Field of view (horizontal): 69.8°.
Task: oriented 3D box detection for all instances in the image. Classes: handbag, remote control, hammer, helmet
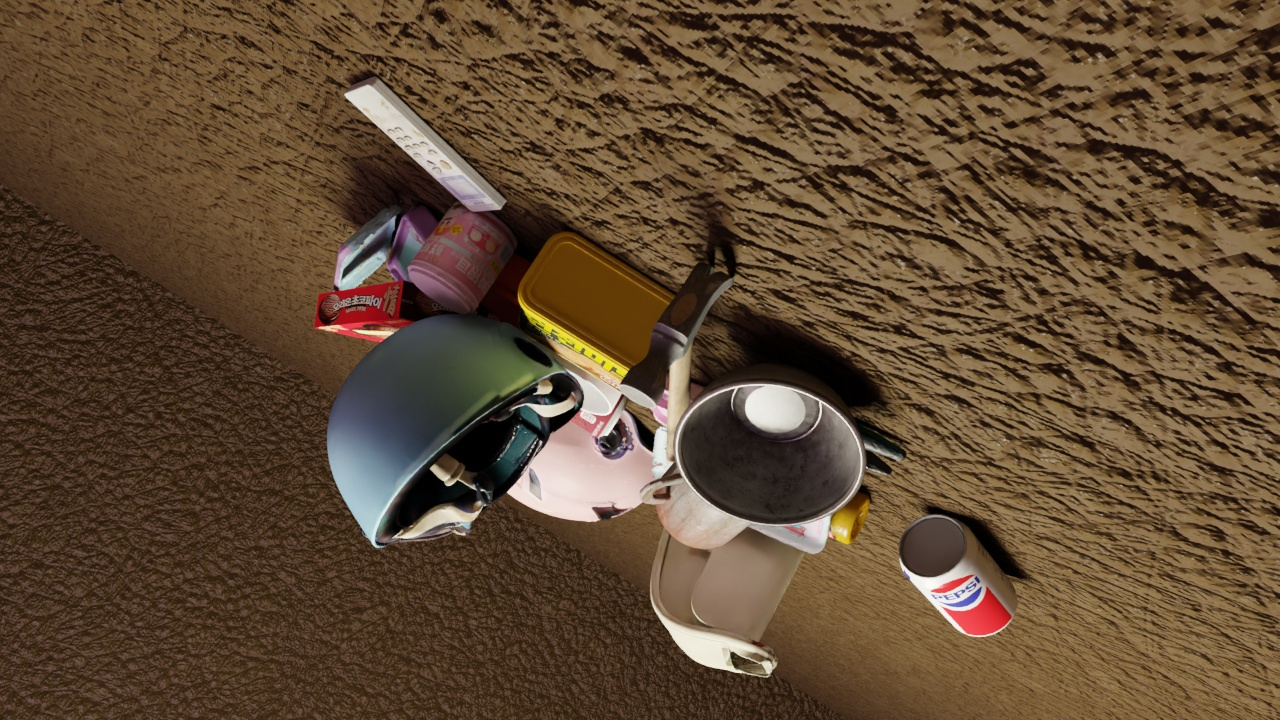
[{"bbox_3d":[0.091,0.196,0.956,0.184,0.228,0.132,-1,133,41],"label":"handbag"},{"bbox_3d":[-0.164,-0.162,0.707,0.136,0.011,0.050,43,160,-33],"label":"remote control"},{"bbox_3d":[0.033,0.028,0.723,0.031,0.119,0.331,27,162,13],"label":"hammer"},{"bbox_3d":[-0.180,0.055,0.817,0.167,0.225,0.265,42,-176,6],"label":"helmet"},{"bbox_3d":[-0.092,0.125,1.179,0.255,0.152,0.230,30,161,-17],"label":"helmet"}]

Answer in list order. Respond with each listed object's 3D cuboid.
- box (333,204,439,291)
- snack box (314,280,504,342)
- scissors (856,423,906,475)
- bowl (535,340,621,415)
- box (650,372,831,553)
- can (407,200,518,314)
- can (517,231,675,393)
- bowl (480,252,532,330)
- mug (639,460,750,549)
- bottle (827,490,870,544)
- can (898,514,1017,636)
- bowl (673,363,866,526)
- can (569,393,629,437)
[{"bbox_3d":[-0.250,-0.083,0.916,0.090,0.092,0.214,53,160,-6],"label":"box"},{"bbox_3d":[-0.232,-0.042,0.939,0.152,0.035,0.132,-3,168,42],"label":"snack box"},{"bbox_3d":[0.159,0.058,0.771,0.150,0.019,0.121,40,161,-22],"label":"scissors"},{"bbox_3d":[-0.063,0.006,0.932,0.105,0.054,0.105,25,159,10],"label":"bowl"},{"bbox_3d":[0.098,0.093,0.895,0.201,0.058,0.156,21,141,29],"label":"box"},{"bbox_3d":[-0.152,-0.087,0.786,0.067,0.076,0.067,28,163,9],"label":"can"},{"bbox_3d":[-0.034,-0.033,0.752,0.131,0.072,0.101,32,166,-2],"label":"can"},{"bbox_3d":[-0.119,-0.061,0.874,0.122,0.035,0.122,28,163,9],"label":"bowl"},{"bbox_3d":[0.054,0.112,0.807,0.122,0.096,0.110,-3,148,-20],"label":"mug"},{"bbox_3d":[0.137,0.126,0.936,0.186,0.053,0.053,22,161,28],"label":"bottle"},{"bbox_3d":[0.295,0.200,0.851,0.070,0.070,0.132,11,154,48],"label":"can"},{"bbox_3d":[0.103,0.055,0.719,0.145,0.067,0.145,7,127,10],"label":"bowl"},{"bbox_3d":[-0.073,0.033,1.012,0.114,0.063,0.063,32,163,-2],"label":"can"}]
